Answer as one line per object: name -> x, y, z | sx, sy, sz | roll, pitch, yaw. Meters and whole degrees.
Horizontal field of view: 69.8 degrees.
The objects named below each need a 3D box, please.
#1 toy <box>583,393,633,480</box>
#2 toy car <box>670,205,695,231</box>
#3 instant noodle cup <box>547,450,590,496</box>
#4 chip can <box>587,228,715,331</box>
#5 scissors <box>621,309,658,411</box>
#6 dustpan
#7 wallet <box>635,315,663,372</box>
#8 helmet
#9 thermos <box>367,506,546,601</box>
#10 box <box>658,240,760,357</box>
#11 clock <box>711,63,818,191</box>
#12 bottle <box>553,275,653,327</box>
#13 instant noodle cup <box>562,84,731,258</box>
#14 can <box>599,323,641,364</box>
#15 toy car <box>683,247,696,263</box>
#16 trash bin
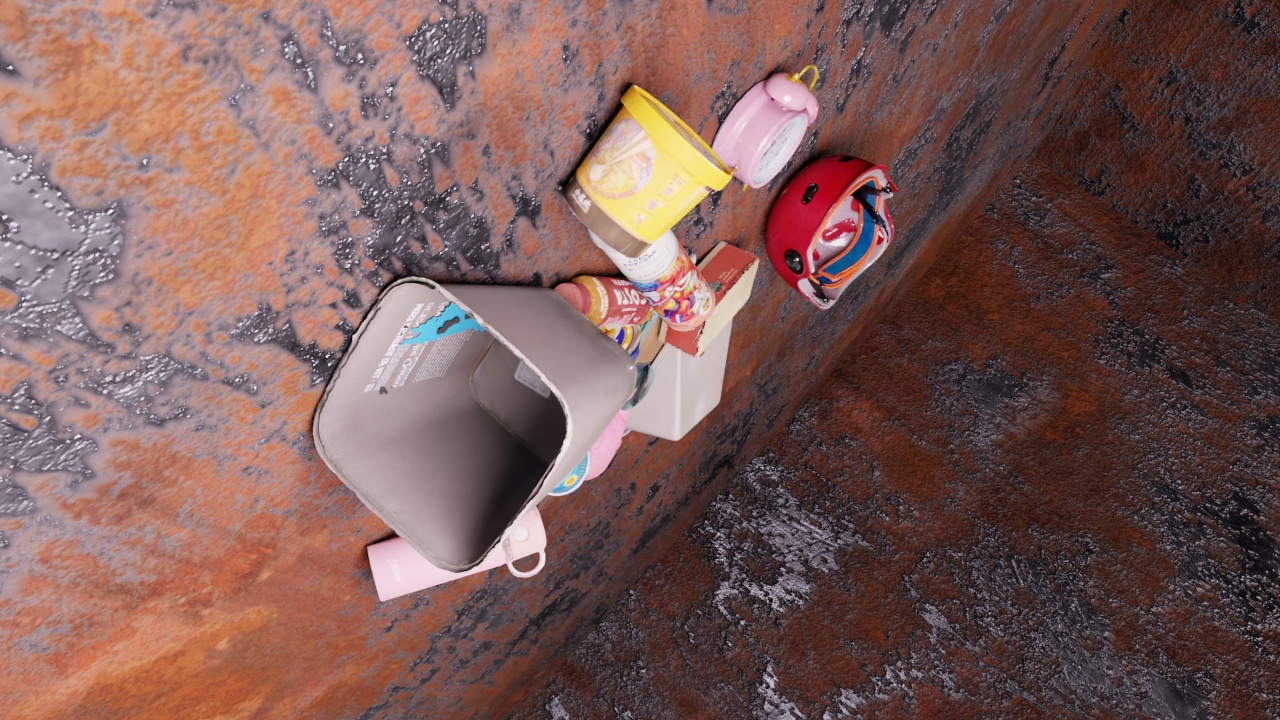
toy -> -0.079, 0.123, 1.306 | 0.178, 0.074, 0.195 | -40, 162, -29
toy car -> 0.016, -0.153, 1.014 | 0.105, 0.032, 0.048 | -44, 160, 27
instant noodle cup -> -0.131, 0.121, 1.160 | 0.099, 0.099, 0.109 | -52, 155, 9
chip can -> 0.018, -0.102, 0.982 | 0.071, 0.071, 0.214 | -48, 151, -1
scissors -> -0.007, 0.007, 1.169 | 0.170, 0.019, 0.179 | -63, -163, 8
dustpan -> 0.039, 0.017, 1.443 | 0.222, 0.143, 0.258 | -36, 133, -55
wallet -> 0.014, -0.032, 1.279 | 0.115, 0.033, 0.090 | -54, 165, 14
helmet -> 0.262, -0.207, 1.335 | 0.206, 0.144, 0.240 | -44, 149, -16
thermos -> -0.208, 0.228, 1.066 | 0.198, 0.087, 0.067 | -13, 180, -17
box -> 0.102, -0.080, 1.251 | 0.167, 0.077, 0.091 | -48, 158, -40
clock -> 0.149, -0.269, 1.043 | 0.159, 0.060, 0.117 | -55, 163, 13
bottle -> -0.041, -0.065, 1.016 | 0.057, 0.057, 0.174 | -54, 163, 18
instant noodle cup -> 0.001, -0.163, 0.820 | 0.115, 0.118, 0.118 | -47, 165, 18
can -> -0.059, 0.002, 1.095 | 0.147, 0.074, 0.049 | -41, 158, -27
toy car -> 0.039, -0.106, 1.174 | 0.090, 0.034, 0.043 | -45, 160, -17
trash bin -> -0.128, 0.035, 0.818 | 0.199, 0.198, 0.219 | -53, 170, 21
